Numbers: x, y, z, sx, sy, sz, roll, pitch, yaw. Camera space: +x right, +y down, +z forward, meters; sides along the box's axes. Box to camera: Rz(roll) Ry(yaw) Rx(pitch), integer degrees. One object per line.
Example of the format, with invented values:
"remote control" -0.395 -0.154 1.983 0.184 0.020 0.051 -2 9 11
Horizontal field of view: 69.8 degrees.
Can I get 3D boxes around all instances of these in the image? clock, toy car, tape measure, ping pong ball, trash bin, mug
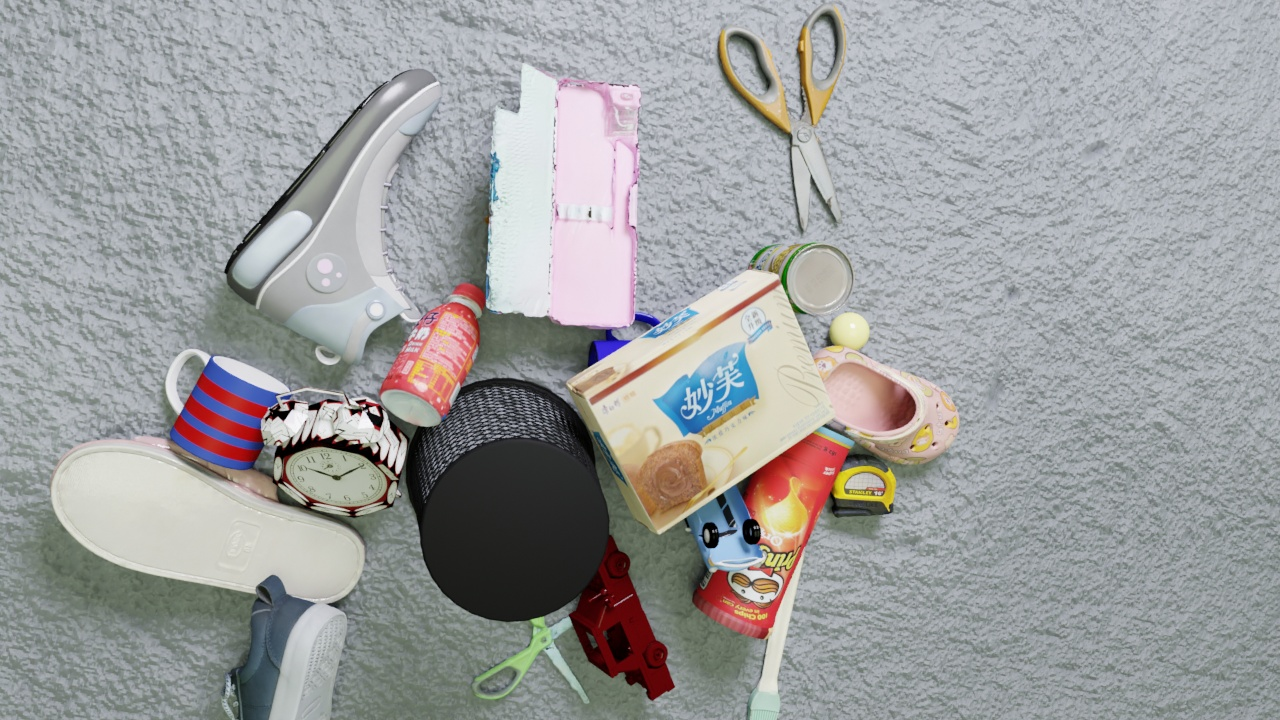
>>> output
"clock" -0.268 0.069 0.811 0.115 0.064 0.155 -2 136 4
"toy car" 0.068 0.141 0.883 0.056 0.153 0.055 -1 134 -21
"tape measure" 0.231 0.129 0.958 0.065 0.037 0.064 -6 103 3
"ping pong ball" 0.213 -0.029 0.935 0.040 0.040 0.040 -1 96 -11
"toy car" -0.029 0.252 0.896 0.061 0.070 0.170 -27 102 -25
"trash bin" -0.115 0.120 0.800 0.184 0.210 0.184 -1 96 -11
"mug" -0.377 0.038 0.816 0.112 0.075 0.076 28 90 13
"mug" -0.005 0.005 0.883 0.083 0.079 0.111 -1 68 -11

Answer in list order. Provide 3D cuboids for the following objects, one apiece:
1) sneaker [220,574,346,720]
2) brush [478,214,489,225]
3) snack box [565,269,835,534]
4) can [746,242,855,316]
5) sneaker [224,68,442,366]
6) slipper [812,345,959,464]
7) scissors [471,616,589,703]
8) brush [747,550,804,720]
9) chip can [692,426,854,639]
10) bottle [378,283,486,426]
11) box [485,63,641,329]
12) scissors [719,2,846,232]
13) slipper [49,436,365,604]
"sneaker" -0.335 0.307 0.834 0.087 0.089 0.236 20 107 9
"brush" -0.087 -0.109 0.878 0.126 0.017 0.048 40 88 -13
"snack box" 0.058 0.035 0.822 0.207 0.055 0.153 -32 111 -13
"can" 0.149 -0.078 0.876 0.067 0.121 0.067 -1 96 -11
"sneaker" -0.231 -0.122 0.820 0.160 0.093 0.256 43 86 -21
"slipper" 0.250 0.053 0.923 0.197 0.081 0.093 22 95 -22
"scissors" -0.098 0.280 0.923 0.171 0.021 0.173 -33 98 -11
"brush" 0.144 0.299 0.975 0.033 0.012 0.217 10 93 -12
"chip can" 0.133 0.162 0.919 0.087 0.087 0.213 24 90 -13
"bottle" -0.179 -0.011 0.828 0.062 0.062 0.137 30 53 -13
"box" -0.074 -0.147 0.840 0.160 0.062 0.230 3 87 -31
"scissors" 0.168 -0.247 0.914 0.175 0.016 0.225 -32 102 -6
"slipper" -0.382 0.148 0.829 0.274 0.054 0.114 28 87 -25
